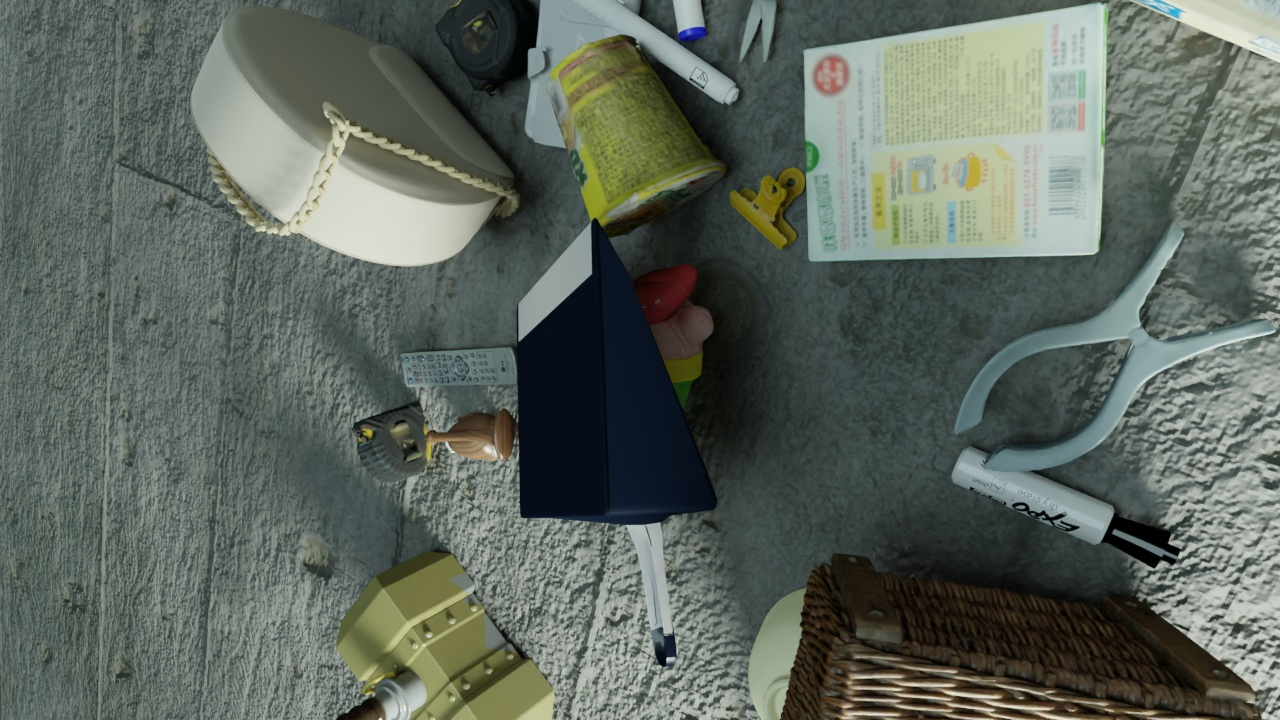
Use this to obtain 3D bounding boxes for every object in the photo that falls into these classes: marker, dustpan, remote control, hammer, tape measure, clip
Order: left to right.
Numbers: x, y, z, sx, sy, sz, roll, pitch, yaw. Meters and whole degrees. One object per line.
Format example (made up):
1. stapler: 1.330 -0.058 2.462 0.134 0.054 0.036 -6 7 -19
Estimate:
1. hammer: -0.238 0.296 0.716 0.190 0.324 0.101 49 121 15
2. tape measure: -0.216 0.074 0.811 0.038 0.067 0.062 -21 89 34
3. remote control: -0.155 0.006 0.789 0.137 0.013 0.033 -3 99 33
4. tape measure: -0.113 -0.246 0.693 0.072 0.042 0.071 -36 77 30
5. dustpan: -0.021 0.071 0.628 0.237 0.080 0.273 153 116 -69
6. marker: 0.011 -0.215 0.617 0.133 0.017 0.020 36 123 6
7. marker: 0.023 -0.287 0.609 0.020 0.020 0.141 -7 97 33
8. clip: 0.090 -0.107 0.609 0.053 0.035 0.046 47 139 17
9. marker: 0.249 0.087 0.541 0.126 0.025 0.025 24 112 26
10. clip: 0.261 0.016 0.508 0.164 0.027 0.108 -46 77 24

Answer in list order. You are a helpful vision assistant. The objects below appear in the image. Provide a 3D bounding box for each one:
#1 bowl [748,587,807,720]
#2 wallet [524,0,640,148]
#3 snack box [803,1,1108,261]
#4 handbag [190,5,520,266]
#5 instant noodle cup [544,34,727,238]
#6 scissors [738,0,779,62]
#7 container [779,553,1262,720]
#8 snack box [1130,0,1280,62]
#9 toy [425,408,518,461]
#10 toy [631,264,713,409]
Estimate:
1. bowl: 0.120 0.223 0.623 0.118 0.073 0.118 7 104 31
2. wallet: -0.044 -0.210 0.662 0.086 0.032 0.116 13 107 27
3. snack box: 0.179 -0.126 0.539 0.168 0.027 0.132 3 101 33
4. handbag: -0.203 -0.168 0.666 0.210 0.208 0.104 49 118 15
5. instant noodle cup: -0.010 -0.149 0.607 0.102 0.102 0.108 -28 88 34
6. scissors: 0.087 -0.270 0.573 0.122 0.019 0.149 -22 93 30
7. container: 0.186 0.221 0.493 0.250 0.162 0.183 7 96 5
8. snack box: 0.277 -0.248 0.434 0.207 0.055 0.154 36 117 22
9. toy: -0.131 0.062 0.758 0.102 0.054 0.041 -6 82 41
10. toy: -0.004 0.004 0.652 0.124 0.096 0.131 -1 124 33
